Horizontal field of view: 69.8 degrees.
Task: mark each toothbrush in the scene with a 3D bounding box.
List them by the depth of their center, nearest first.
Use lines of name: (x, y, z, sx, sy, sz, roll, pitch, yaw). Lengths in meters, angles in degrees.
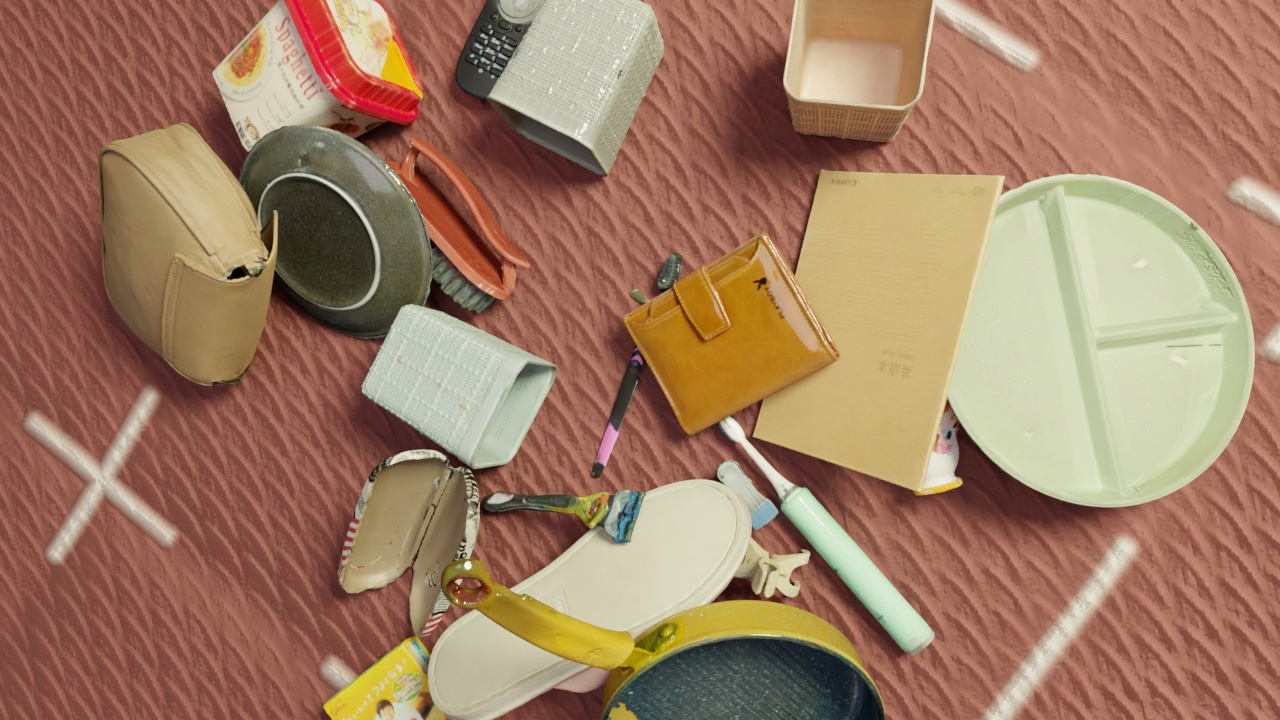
toothbrush: (0.134, 0.127, 0.687, 0.026, 0.027, 0.224, -39, 82, -17)
toothbrush: (-0.004, 0.004, 0.720, 0.014, 0.017, 0.189, 21, 94, 18)

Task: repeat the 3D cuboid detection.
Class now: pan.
pan: (0.015, 0.210, 0.596, 0.198, 0.078, 0.357, -41, 113, 17)

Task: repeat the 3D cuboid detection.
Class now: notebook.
notebook: (0.162, -0.030, 0.647, 0.150, 0.012, 0.211, 16, 93, 50)

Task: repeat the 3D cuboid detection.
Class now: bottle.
bottle: (0.199, 0.041, 0.659, 0.063, 0.063, 0.108, -15, 86, 9)

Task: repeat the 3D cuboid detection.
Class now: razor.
razor: (-0.066, 0.111, 0.704, 0.143, 0.022, 0.042, 0, 50, 30)

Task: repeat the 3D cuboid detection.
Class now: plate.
plate: (0.308, -0.015, 0.633, 0.230, 0.027, 0.230, 1, 81, -4)
plate: (-0.245, -0.093, 0.714, 0.179, 0.024, 0.180, 12, 123, 19)

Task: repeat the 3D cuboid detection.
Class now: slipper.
slipper: (-0.035, 0.184, 0.684, 0.274, 0.054, 0.114, -33, 46, 3)

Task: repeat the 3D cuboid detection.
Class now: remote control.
remote control: (-0.103, -0.272, 0.740, 0.053, 0.024, 0.136, 29, 92, 11)

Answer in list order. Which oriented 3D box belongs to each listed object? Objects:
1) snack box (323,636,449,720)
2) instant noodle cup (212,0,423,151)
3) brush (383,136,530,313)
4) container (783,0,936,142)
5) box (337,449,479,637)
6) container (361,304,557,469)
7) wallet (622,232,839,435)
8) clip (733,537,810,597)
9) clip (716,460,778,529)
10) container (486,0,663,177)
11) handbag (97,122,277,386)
snack box: (-0.178, 0.304, 0.735, 0.087, 0.033, 0.140, -38, 81, 6)
instant noodle cup: (-0.258, -0.224, 0.729, 0.124, 0.116, 0.116, -27, 84, 21)
brush: (-0.150, -0.106, 0.725, 0.069, 0.063, 0.146, -44, 83, 19)
container: (0.151, -0.208, 0.649, 0.090, 0.111, 0.090, 8, 90, 10)
box: (-0.171, 0.142, 0.691, 0.085, 0.075, 0.162, 50, 128, 32)
container: (-0.140, 0.016, 0.709, 0.111, 0.090, 0.090, 29, 93, 12)
wallet: (0.061, -0.023, 0.674, 0.131, 0.035, 0.119, -30, 94, 26)
clip: (0.100, 0.153, 0.667, 0.098, 0.099, 0.035, 19, 89, -20)
clip: (0.079, 0.101, 0.700, 0.024, 0.028, 0.057, -39, 82, 2)
container: (-0.043, -0.218, 0.698, 0.090, 0.090, 0.114, 28, 90, 9)
handbag: (-0.343, -0.078, 0.708, 0.148, 0.099, 0.205, 48, 139, 6)
